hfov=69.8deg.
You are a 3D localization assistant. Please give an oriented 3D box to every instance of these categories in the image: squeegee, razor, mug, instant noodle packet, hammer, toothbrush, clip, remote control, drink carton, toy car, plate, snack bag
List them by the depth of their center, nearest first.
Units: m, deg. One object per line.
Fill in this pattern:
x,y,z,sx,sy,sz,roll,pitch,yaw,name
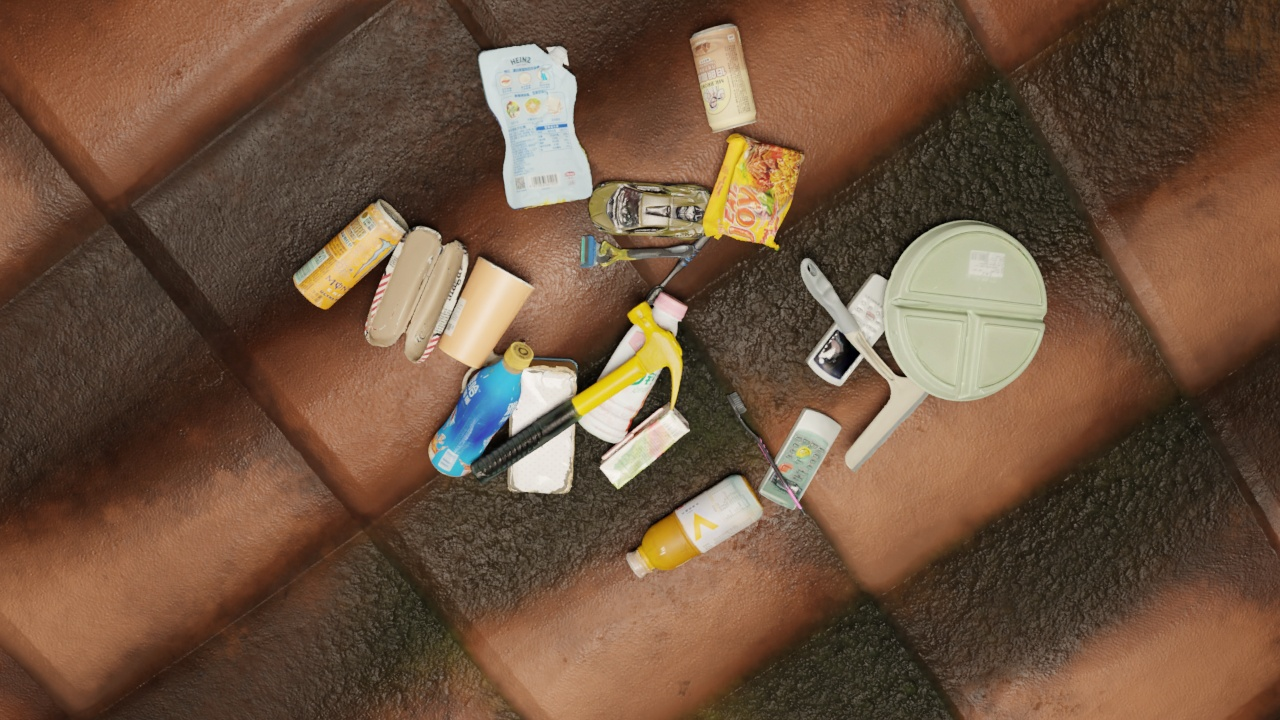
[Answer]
-0.125,-0.283,1.109,0.110,0.038,0.191,-9,101,5,snack bag
0.139,-0.203,1.118,0.110,0.044,0.128,9,104,-28,instant noodle packet
-0.079,0.060,1.121,0.301,0.033,0.129,-33,93,7,hammer
-0.193,-0.056,1.125,0.078,0.078,0.123,30,91,-8,mug
0.014,-0.185,1.134,0.158,0.042,0.070,2,101,0,toy car
0.271,-0.033,1.149,0.246,0.039,0.246,-44,105,-9,squeegee
-0.004,-0.135,1.151,0.143,0.022,0.042,-1,73,2,razor
0.413,-0.062,1.151,0.230,0.027,0.230,-1,95,-15,plate
0.068,-0.139,1.157,0.014,0.016,0.189,41,97,-7,toothbrush
-0.192,0.004,1.173,0.072,0.034,0.100,33,91,-8,clip
0.278,-0.039,1.183,0.058,0.021,0.150,35,98,-8,remote control
0.004,0.109,1.189,0.122,0.053,0.045,-39,96,6,drink carton
0.168,0.122,1.203,0.018,0.014,0.189,-33,91,-4,toothbrush
0.211,0.129,1.217,0.056,0.019,0.135,27,100,-7,remote control

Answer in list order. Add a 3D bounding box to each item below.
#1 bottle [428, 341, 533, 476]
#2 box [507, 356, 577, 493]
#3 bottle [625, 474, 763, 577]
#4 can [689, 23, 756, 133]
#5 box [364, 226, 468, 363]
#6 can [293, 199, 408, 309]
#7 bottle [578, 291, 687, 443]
-0.192,0.058,1.123,0.065,0.065,0.219,32,126,-8,bottle
-0.126,0.077,1.175,0.090,0.062,0.184,5,100,-4,box
0.069,0.222,1.207,0.189,0.068,0.068,-33,101,5,bottle
0.099,-0.335,1.094,0.058,0.058,0.116,-14,102,1,can
-0.269,-0.078,1.127,0.086,0.075,0.162,28,98,26,box
-0.353,-0.129,1.123,0.146,0.058,0.058,-40,100,7,can
-0.007,0.007,1.159,0.068,0.068,0.197,29,100,-8,bottle
